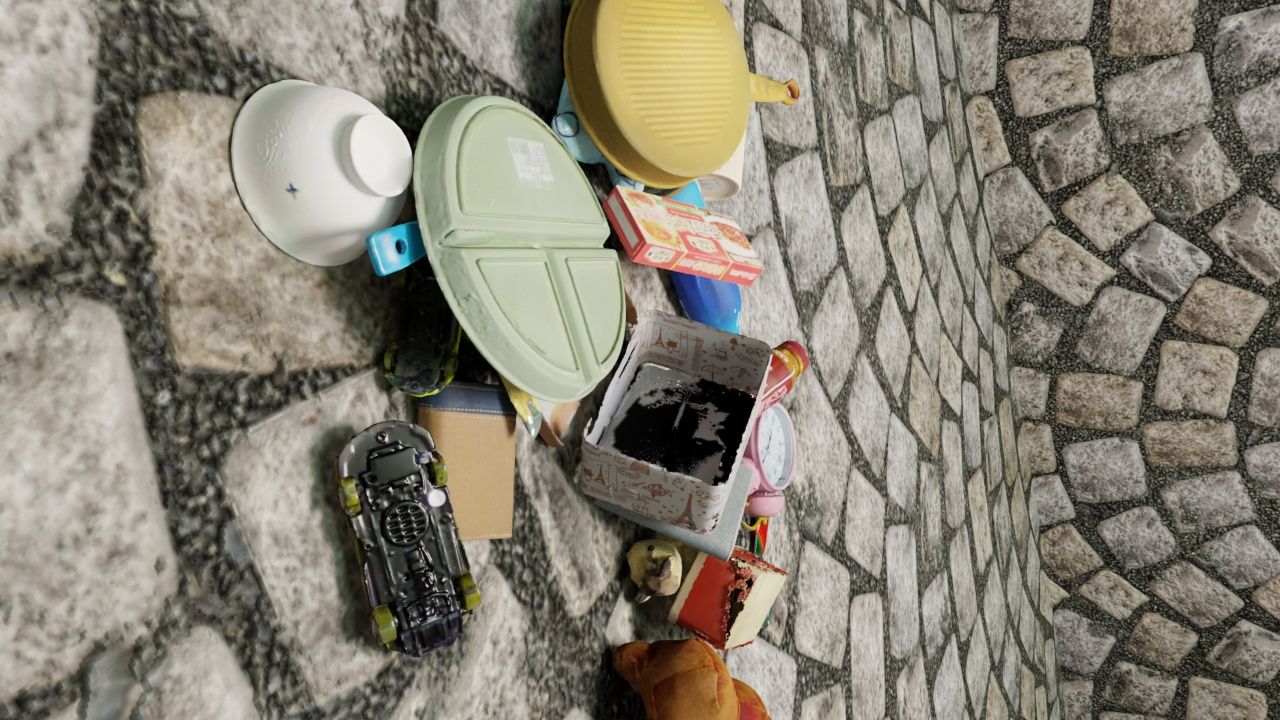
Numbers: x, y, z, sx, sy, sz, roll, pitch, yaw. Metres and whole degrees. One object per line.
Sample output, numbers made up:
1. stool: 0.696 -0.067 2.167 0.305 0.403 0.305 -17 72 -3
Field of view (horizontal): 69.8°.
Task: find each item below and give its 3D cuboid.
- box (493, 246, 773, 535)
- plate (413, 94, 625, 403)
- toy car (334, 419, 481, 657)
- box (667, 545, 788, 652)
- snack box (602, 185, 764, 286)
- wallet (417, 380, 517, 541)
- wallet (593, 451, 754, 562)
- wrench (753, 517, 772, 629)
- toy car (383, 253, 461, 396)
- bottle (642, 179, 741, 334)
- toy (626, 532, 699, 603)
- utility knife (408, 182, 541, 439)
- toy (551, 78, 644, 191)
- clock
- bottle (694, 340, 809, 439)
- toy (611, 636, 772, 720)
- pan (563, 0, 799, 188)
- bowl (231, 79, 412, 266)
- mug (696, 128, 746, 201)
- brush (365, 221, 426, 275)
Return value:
1. box: -0.011 0.014 0.798 0.270 0.135 0.178 37 48 -11
2. plate: -0.073 -0.082 0.653 0.230 0.028 0.229 43 38 -47
3. toy car: -0.151 0.114 0.592 0.070 0.042 0.158 -15 101 -27
4. box: 0.097 0.231 0.894 0.091 0.076 0.168 -63 158 -4
5. snack box: 0.042 -0.113 0.843 0.152 0.026 0.075 7 45 -40
6. wallet: -0.125 0.072 0.664 0.090 0.033 0.115 9 79 -55
7. wallet: 0.033 0.115 0.840 0.037 0.130 0.106 112 2 -50
8. wrench: 0.149 0.180 1.100 0.056 0.016 0.273 31 60 -55
9. toy car: -0.146 -0.025 0.634 0.032 0.048 0.105 93 2 -72
10. bottle: 0.064 -0.088 0.958 0.219 0.065 0.065 64 37 -30
11. toy: 0.037 0.170 0.889 0.156 0.066 0.105 -46 165 -56
12. utility knife: -0.120 -0.036 0.673 0.205 0.021 0.030 60 23 -4
13. toy: -0.027 -0.218 0.845 0.161 0.050 0.156 -51 132 -42
14. clock: 0.127 0.114 1.033 0.117 0.060 0.158 49 48 -42
15. bottle: 0.115 0.033 0.984 0.174 0.058 0.057 -33 115 -35
16. toy: 0.056 0.332 0.833 0.199 0.131 0.140 40 24 -43
17. pan: 0.067 -0.268 0.880 0.356 0.078 0.198 -14 97 -41
18. bowl: -0.182 -0.122 0.569 0.118 0.065 0.118 16 72 -57
19. mug: 0.057 -0.236 0.968 0.114 0.082 0.105 11 76 -29
20. brush: -0.119 -0.107 0.650 0.254 0.046 0.083 -54 134 -64
